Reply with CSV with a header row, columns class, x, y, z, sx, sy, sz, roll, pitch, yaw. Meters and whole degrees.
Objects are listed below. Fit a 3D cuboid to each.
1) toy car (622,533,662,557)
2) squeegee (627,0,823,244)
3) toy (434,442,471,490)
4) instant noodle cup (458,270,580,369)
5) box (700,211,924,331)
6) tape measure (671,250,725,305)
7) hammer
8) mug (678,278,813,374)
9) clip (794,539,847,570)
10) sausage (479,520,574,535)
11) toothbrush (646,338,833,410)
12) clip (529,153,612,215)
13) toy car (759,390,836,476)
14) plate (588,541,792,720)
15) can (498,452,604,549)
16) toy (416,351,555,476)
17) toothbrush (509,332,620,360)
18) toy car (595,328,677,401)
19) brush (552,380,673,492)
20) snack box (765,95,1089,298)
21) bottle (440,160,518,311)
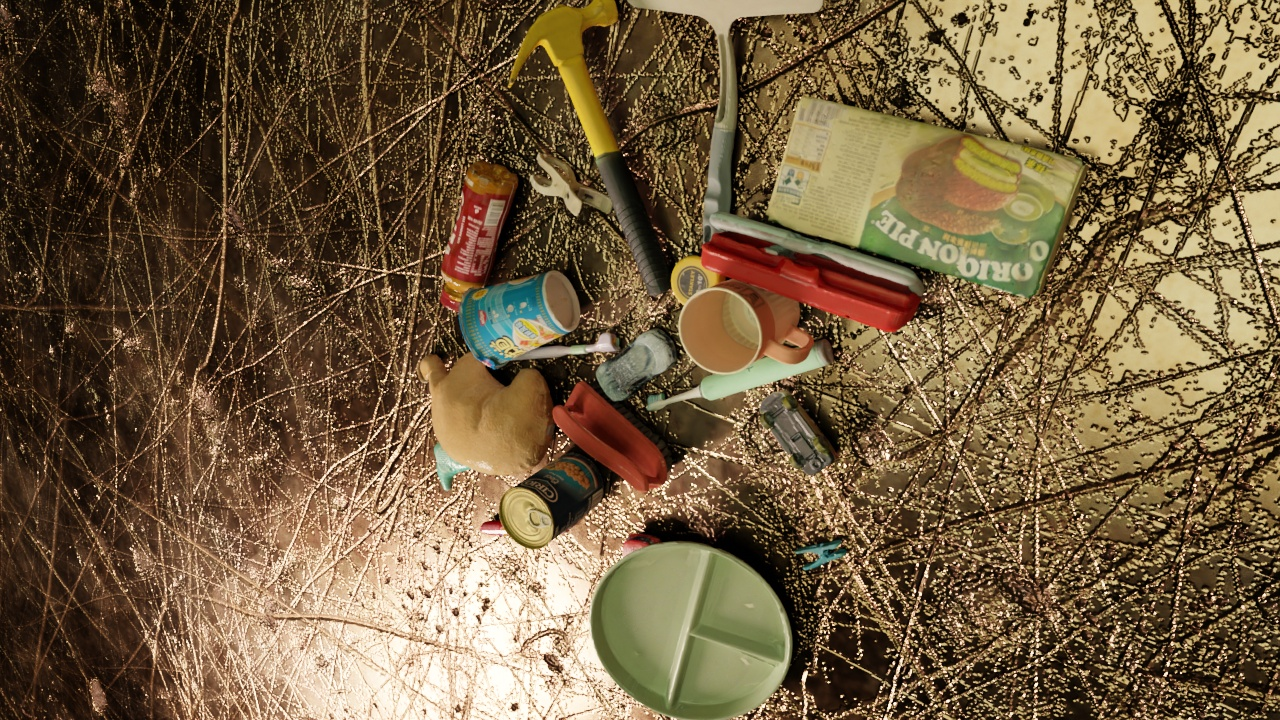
class,x,y,z,sx,sy,sz,roll,pitch,yaw
toy car,0.005,0.260,1.068,0.053,0.045,0.120,3,104,30
squeegee,0.077,-0.228,0.878,0.247,0.039,0.247,22,122,44
toy,-0.229,0.116,1.178,0.092,0.030,0.096,-12,91,29
instant noodle cup,-0.130,-0.051,1.032,0.110,0.099,0.099,-17,95,25
box,0.159,-0.094,0.840,0.201,0.090,0.068,21,116,24
tape measure,0.062,-0.081,0.937,0.057,0.028,0.060,16,112,26
hammer,-0.034,-0.208,0.931,0.128,0.033,0.301,-25,102,-8
mug,0.111,-0.033,0.874,0.114,0.105,0.082,27,117,22
clip,0.188,0.202,0.954,0.056,0.014,0.041,-24,91,36
sausage,-0.146,0.212,1.160,0.156,0.020,0.020,-7,101,33
toothbrush,0.095,0.021,0.949,0.225,0.026,0.027,-20,56,35
clip,-0.077,-0.188,0.989,0.098,0.063,0.034,36,119,26
toy car,0.157,0.071,0.920,0.042,0.035,0.090,-42,80,32
plate,0.055,0.301,1.025,0.230,0.027,0.230,4,108,13
can,-0.101,0.160,1.062,0.075,0.110,0.075,10,111,28
toy,-0.204,0.062,1.118,0.226,0.082,0.143,15,91,28
toothbrush,-0.106,-0.013,1.068,0.190,0.021,0.029,-6,134,34
toy car,-0.006,0.006,1.004,0.106,0.031,0.049,-36,85,33
brush,-0.030,0.091,1.021,0.146,0.069,0.063,40,122,16
snack box,0.237,-0.143,0.781,0.240,0.063,0.114,21,107,25
bottle,-0.191,-0.139,1.058,0.057,0.057,0.175,33,119,19
